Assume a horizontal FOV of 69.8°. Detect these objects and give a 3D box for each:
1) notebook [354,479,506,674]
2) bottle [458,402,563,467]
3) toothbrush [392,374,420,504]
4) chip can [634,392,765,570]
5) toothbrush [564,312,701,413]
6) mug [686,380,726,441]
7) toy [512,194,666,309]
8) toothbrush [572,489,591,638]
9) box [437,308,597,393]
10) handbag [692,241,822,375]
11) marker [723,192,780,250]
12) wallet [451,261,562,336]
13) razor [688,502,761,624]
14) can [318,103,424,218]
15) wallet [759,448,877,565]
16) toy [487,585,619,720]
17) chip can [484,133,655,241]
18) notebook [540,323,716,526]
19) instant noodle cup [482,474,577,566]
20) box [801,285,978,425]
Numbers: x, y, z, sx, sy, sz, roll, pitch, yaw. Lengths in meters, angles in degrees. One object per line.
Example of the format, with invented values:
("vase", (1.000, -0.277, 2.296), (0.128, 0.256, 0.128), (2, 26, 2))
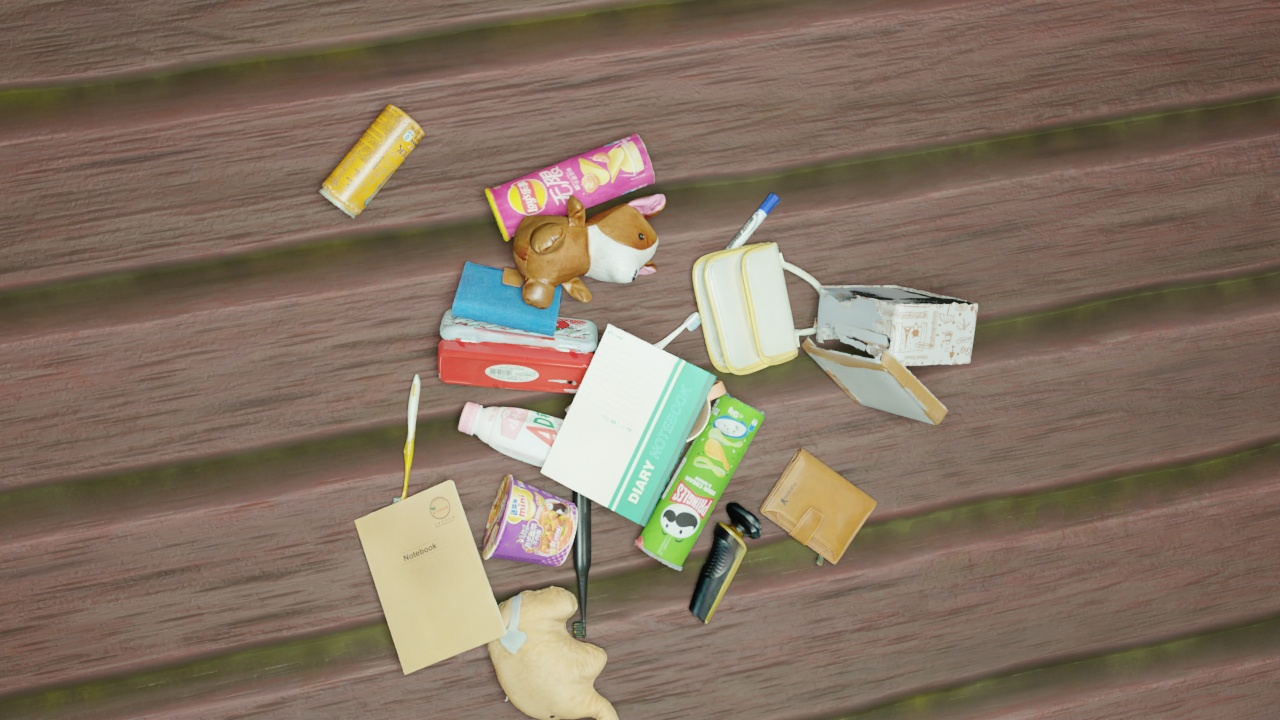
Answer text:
("notebook", (-0.269, 0.275, 1.167), (0.148, 0.008, 0.207), (-23, 80, 9))
("bottle", (-0.137, 0.101, 1.191), (0.197, 0.068, 0.068), (17, 89, -4))
("toothbrush", (-0.306, 0.112, 1.198), (0.018, 0.016, 0.191), (7, 91, 2))
("chip can", (0.079, 0.156, 1.211), (0.072, 0.072, 0.236), (30, 87, -6))
("toothbrush", (-0.007, 0.007, 1.222), (0.221, 0.027, 0.026), (-38, 115, -5))
("mug", (0.054, 0.055, 1.189), (0.114, 0.106, 0.081), (-25, 93, -5))
("toy", (-0.057, -0.139, 1.153), (0.199, 0.140, 0.130), (-15, 49, -32))
("toothbrush", (-0.079, 0.263, 1.219), (0.027, 0.026, 0.212), (0, 91, -12))
("box", (-0.157, -0.025, 1.191), (0.201, 0.096, 0.099), (5, 54, -7))
("handbag", (0.170, -0.076, 1.218), (0.178, 0.063, 0.163), (-15, 100, -12))
("marker", (0.137, -0.167, 1.239), (0.017, 0.017, 0.145), (40, 87, -5))
("wallet", (-0.168, -0.079, 1.173), (0.133, 0.106, 0.040), (12, 126, -8))
("razor", (0.112, 0.275, 1.230), (0.067, 0.062, 0.167), (21, 94, -37))
("can", (-0.341, -0.253, 1.167), (0.058, 0.058, 0.146), (39, 87, -5))
("wallet", (0.238, 0.204, 1.250), (0.130, 0.035, 0.119), (35, 81, -5))
("toy", (-0.114, 0.404, 1.190), (0.143, 0.082, 0.226), (-26, 96, 11))
("chip can", (-0.090, -0.224, 1.187), (0.210, 0.071, 0.071), (-22, 93, -5))
("notebook", (-0.017, 0.080, 1.130), (0.150, 0.012, 0.209), (26, 99, 9))
("instant noodle cup", (-0.139, 0.211, 1.175), (0.099, 0.111, 0.111), (17, 89, -14))
("box", (0.311, -0.002, 1.167), (0.150, 0.182, 0.168), (-4, 103, -21))
